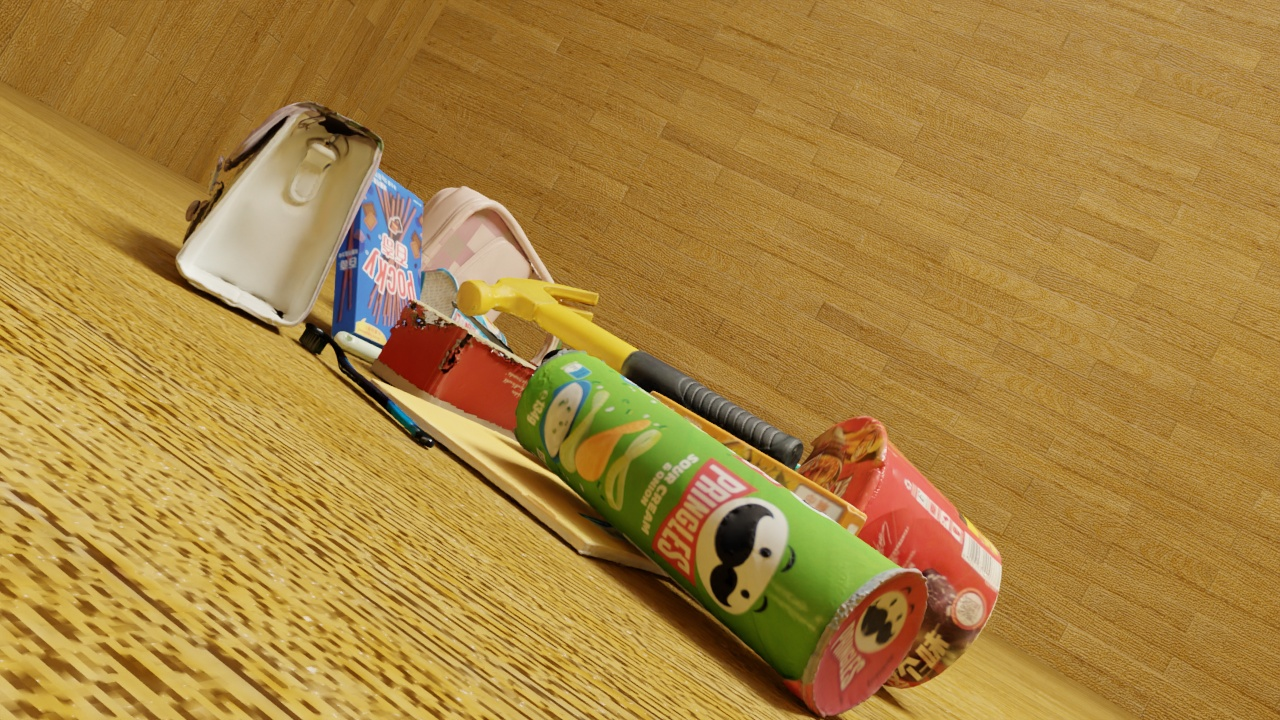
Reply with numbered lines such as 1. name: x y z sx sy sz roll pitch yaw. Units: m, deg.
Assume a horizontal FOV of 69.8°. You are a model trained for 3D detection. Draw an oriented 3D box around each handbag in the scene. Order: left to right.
1. handbag: -0.262 -0.112 0.663 0.098 0.145 0.197 33 -5 -25
2. handbag: -0.185 -0.064 1.062 0.234 0.193 0.093 43 -8 -36

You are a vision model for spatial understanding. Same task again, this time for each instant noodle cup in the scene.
1. instant noodle cup: -0.197 -0.027 0.957 0.099 0.099 0.110 28 -10 38
2. instant noodle cup: 0.135 0.120 0.546 0.108 0.138 0.138 38 -3 -7

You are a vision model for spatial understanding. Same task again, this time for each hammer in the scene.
1. hammer: -0.004 0.004 0.725 0.301 0.033 0.128 31 22 29

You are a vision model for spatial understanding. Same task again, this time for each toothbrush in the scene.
1. toothbrush: -0.168 0.013 0.549 0.189 0.016 0.014 31 -10 46
2. toothbrush: -0.169 0.017 0.756 0.020 0.029 0.189 -26 -39 33

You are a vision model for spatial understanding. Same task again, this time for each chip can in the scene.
1. chip can: 0.024 0.071 0.455 0.236 0.072 0.072 33 1 44

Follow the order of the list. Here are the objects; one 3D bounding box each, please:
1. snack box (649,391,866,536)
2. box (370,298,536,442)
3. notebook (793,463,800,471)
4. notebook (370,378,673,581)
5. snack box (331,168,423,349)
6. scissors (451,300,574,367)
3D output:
1. snack box: 0.043 0.080 0.506 0.154 0.075 0.026 29 -3 43
2. box: -0.113 0.013 0.711 0.091 0.077 0.168 27 -4 41
3. notebook: 0.082 0.115 0.809 0.150 0.012 0.209 28 -28 22
4. notebook: -0.058 0.074 0.549 0.206 0.010 0.145 27 -3 39
5. snack box: -0.219 -0.081 0.775 0.026 0.157 0.084 -10 -19 20
6. scissors: -0.089 0.026 0.853 0.233 0.021 0.221 48 -25 -11
